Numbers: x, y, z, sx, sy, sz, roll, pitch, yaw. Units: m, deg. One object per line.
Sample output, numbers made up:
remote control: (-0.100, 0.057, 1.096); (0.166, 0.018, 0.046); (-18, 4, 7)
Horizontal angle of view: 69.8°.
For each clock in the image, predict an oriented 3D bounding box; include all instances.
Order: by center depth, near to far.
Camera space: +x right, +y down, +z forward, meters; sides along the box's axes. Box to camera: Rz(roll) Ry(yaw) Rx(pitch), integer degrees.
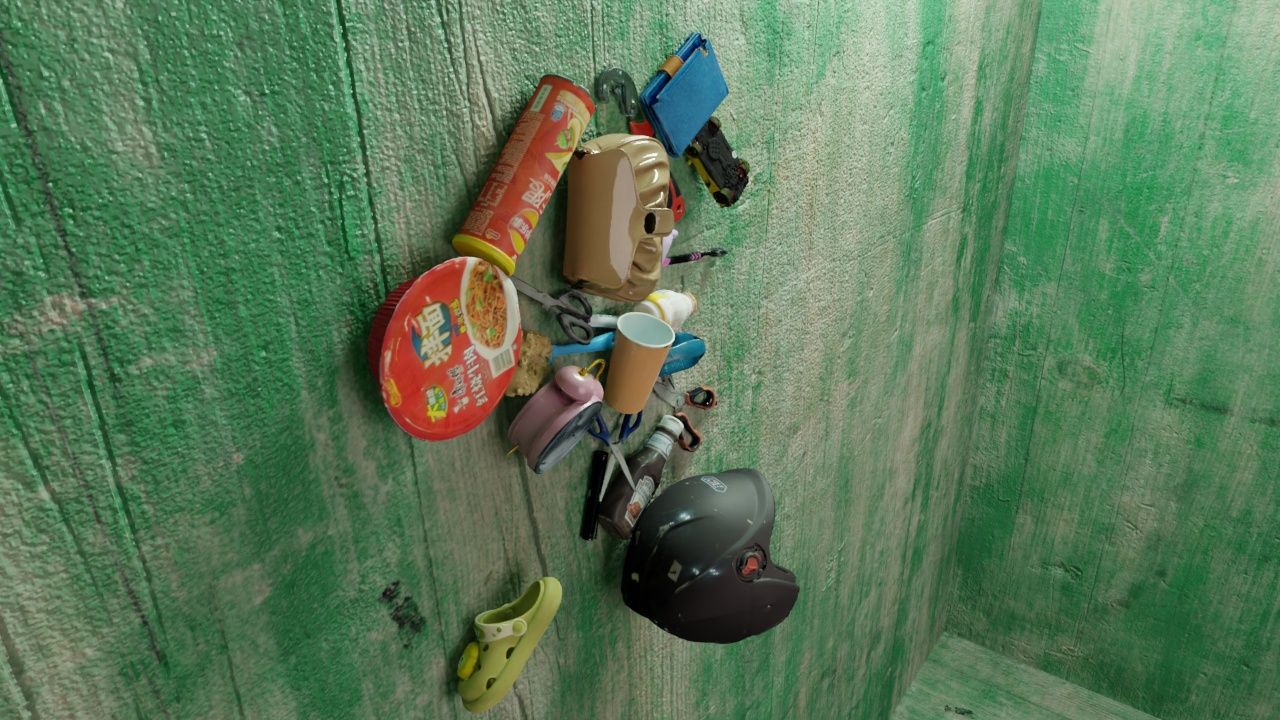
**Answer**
clock: (-0.093, 0.061, 1.108); (0.158, 0.060, 0.117); (-48, 168, 0)

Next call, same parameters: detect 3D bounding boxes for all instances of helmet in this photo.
helmet: (0.096, 0.290, 1.384); (0.230, 0.233, 0.275); (8, 102, -27)

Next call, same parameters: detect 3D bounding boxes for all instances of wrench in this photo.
wrench: (0.009, -0.277, 1.196); (0.056, 0.016, 0.273); (-61, 145, -18)

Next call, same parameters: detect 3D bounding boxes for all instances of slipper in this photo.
slipper: (-0.177, 0.346, 1.158); (0.081, 0.092, 0.190); (39, 78, -14)

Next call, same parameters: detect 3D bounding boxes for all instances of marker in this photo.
marker: (-0.055, -0.051, 1.199); (0.130, 0.022, 0.018); (1, 131, -55)
marker: (-0.063, 0.191, 1.295); (0.020, 0.022, 0.132); (-84, -177, -78)

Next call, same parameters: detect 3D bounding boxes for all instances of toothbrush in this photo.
toothbrush: (0.074, -0.151, 1.349); (0.188, 0.018, 0.014); (-18, 117, -50)

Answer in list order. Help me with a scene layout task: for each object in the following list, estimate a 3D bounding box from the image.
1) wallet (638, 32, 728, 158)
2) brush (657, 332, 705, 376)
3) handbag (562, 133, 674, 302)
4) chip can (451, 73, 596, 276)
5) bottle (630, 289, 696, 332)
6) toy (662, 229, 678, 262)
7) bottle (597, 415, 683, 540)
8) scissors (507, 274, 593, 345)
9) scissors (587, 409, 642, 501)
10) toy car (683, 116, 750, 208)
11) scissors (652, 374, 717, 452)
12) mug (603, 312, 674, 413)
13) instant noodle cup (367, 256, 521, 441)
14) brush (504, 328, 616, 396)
wallet: (0.059, -0.350, 1.210); (0.132, 0.040, 0.106); (-55, 137, -20)
brush: (0.049, -0.010, 1.319); (0.143, 0.074, 0.055); (-14, 91, -55)
handbag: (-0.025, -0.171, 1.116); (0.147, 0.100, 0.205); (-14, 112, -50)
chip can: (-0.123, -0.200, 0.984); (0.073, 0.073, 0.216); (42, 68, -55)
bottle: (0.036, -0.069, 1.287); (0.108, 0.063, 0.063); (-22, 122, -50)
toy: (0.006, -0.140, 1.233); (0.083, 0.039, 0.108); (25, 88, -43)
bottle: (0.004, 0.169, 1.367); (0.194, 0.044, 0.080); (-58, 146, -23)
scissors: (-0.111, -0.064, 1.084); (0.174, 0.014, 0.136); (-27, 96, -60)
scissors: (-0.037, 0.114, 1.280); (0.162, 0.012, 0.172); (48, 51, -43)
toy car: (0.105, -0.288, 1.306); (0.156, 0.041, 0.071); (50, 62, -36)
scissors: (0.070, 0.065, 1.444); (0.215, 0.015, 0.196); (-23, 123, -49)
mug: (-0.007, 0.007, 1.230); (0.078, 0.078, 0.123); (-29, 144, -47)
instant noodle cup: (-0.209, -0.017, 0.945); (0.193, 0.066, 0.194); (-28, 126, -47)
brush: (-0.094, -0.011, 1.143); (0.254, 0.046, 0.083); (-17, 114, -58)
